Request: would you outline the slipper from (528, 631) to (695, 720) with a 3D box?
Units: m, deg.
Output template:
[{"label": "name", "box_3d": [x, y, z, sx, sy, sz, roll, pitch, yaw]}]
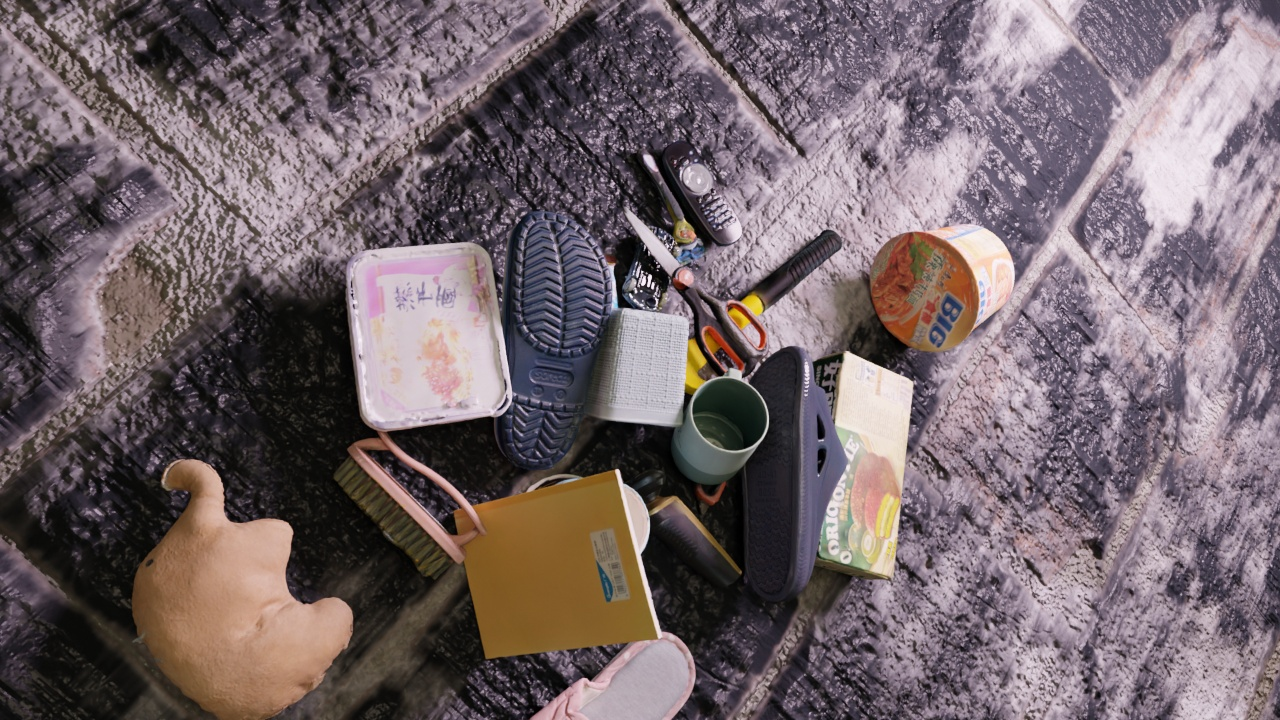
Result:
[{"label": "slipper", "box_3d": [-0.048, 0.363, 0.869, 0.273, 0.055, 0.114, -34, 94, -28]}]

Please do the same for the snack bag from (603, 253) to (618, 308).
[{"label": "snack bag", "box_3d": [-0.039, -0.068, 0.988, 0.048, 0.026, 0.104, 2, 77, -33]}]

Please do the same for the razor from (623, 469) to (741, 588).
[{"label": "razor", "box_3d": [0.045, 0.177, 0.963, 0.167, 0.062, 0.067, 46, 32, -15]}]

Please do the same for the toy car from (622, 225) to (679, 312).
[{"label": "toy car", "box_3d": [0.010, -0.099, 1.014, 0.049, 0.031, 0.105, 24, 63, -20]}]

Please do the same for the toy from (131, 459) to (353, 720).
[{"label": "toy", "box_3d": [-0.347, 0.190, 0.759, 0.143, 0.083, 0.226, -37, 92, -32]}]

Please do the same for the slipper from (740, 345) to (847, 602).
[{"label": "slipper", "box_3d": [0.165, 0.121, 0.984, 0.083, 0.111, 0.268, 7, 81, -30]}]

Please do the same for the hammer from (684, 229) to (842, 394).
[{"label": "hammer", "box_3d": [0.134, -0.065, 1.065, 0.300, 0.033, 0.129, -39, 97, -27]}]

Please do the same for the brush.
[{"label": "brush", "box_3d": [-0.211, 0.128, 0.839, 0.073, 0.063, 0.145, -44, 92, -10]}]

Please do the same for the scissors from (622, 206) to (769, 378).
[{"label": "scissors", "box_3d": [0.047, -0.070, 0.995, 0.235, 0.022, 0.124, 32, 67, -15]}]

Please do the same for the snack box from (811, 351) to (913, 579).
[{"label": "snack box", "box_3d": [0.241, 0.121, 1.051, 0.114, 0.063, 0.239, 20, 71, -27]}]

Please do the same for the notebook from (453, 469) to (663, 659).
[{"label": "notebook", "box_3d": [-0.082, 0.187, 0.820, 0.010, 0.207, 0.146, -5, 79, -55]}]

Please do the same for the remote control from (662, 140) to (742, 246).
[{"label": "remote control", "box_3d": [0.069, -0.192, 1.068, 0.053, 0.024, 0.136, -33, 92, -26]}]

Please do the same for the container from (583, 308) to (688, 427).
[{"label": "container", "box_3d": [-0.006, 0.005, 0.936, 0.090, 0.090, 0.111, 7, 90, -23]}]

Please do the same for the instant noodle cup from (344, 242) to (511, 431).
[{"label": "instant noodle cup", "box_3d": [-0.202, -0.018, 0.869, 0.138, 0.060, 0.173, -7, 74, -16]}]

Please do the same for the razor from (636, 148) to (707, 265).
[{"label": "razor", "box_3d": [0.033, -0.180, 1.050, 0.042, 0.022, 0.142, -26, 90, -30]}]

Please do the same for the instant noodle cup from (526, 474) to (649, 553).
[{"label": "instant noodle cup", "box_3d": [-0.050, 0.157, 0.878, 0.111, 0.121, 0.111, 6, 76, -24]}]

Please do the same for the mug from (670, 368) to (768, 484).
[{"label": "mug", "box_3d": [0.082, 0.066, 0.962, 0.082, 0.107, 0.111, 16, 61, -2]}]

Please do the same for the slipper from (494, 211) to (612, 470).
[{"label": "slipper", "box_3d": [-0.095, -0.019, 0.917, 0.105, 0.095, 0.253, 4, 95, -23]}]

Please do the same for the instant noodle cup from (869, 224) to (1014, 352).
[{"label": "instant noodle cup", "box_3d": [0.377, -0.098, 1.130, 0.111, 0.152, 0.151, -22, 88, -36]}]

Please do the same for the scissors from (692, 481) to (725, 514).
[{"label": "scissors", "box_3d": [0.139, 0.098, 1.042, 0.196, 0.015, 0.214, -7, 80, -26]}]
